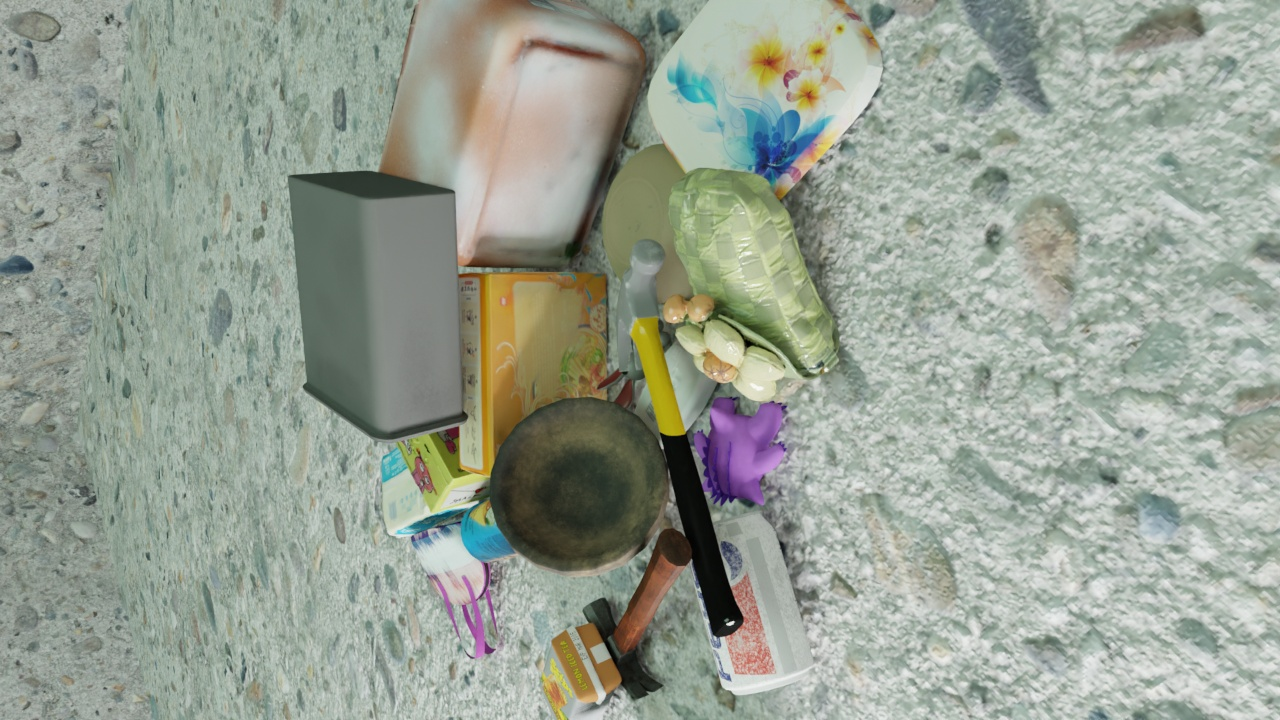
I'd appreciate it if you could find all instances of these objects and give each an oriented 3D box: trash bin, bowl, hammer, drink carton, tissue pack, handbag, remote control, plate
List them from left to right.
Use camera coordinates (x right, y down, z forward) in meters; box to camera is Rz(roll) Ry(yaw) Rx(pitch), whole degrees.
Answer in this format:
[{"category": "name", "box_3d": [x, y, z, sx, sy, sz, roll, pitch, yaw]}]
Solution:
[{"category": "trash bin", "box_3d": [-0.252, -0.058, 0.875, 0.192, 0.097, 0.220, 21, 117, 45]}, {"category": "tissue pack", "box_3d": [-0.278, 0.155, 1.182, 0.210, 0.066, 0.117, -30, 63, 46]}, {"category": "handbag", "box_3d": [-0.219, 0.284, 1.140, 0.145, 0.067, 0.170, -25, 81, 48]}, {"category": "trash bin", "box_3d": [-0.127, -0.228, 0.904, 0.157, 0.181, 0.260, 44, 123, 36]}, {"category": "drink carton", "box_3d": [-0.064, 0.329, 0.940, 0.076, 0.048, 0.125, 58, 151, 29]}, {"category": "bowl", "box_3d": [-0.052, 0.120, 0.842, 0.070, 0.162, 0.162, 71, 174, -67]}, {"category": "hammer", "box_3d": [0.001, 0.223, 0.820, 0.111, 0.028, 0.301, 59, 155, 24]}, {"category": "bowl", "box_3d": [0.012, -0.126, 0.847, 0.153, 0.050, 0.152, 5, 96, 49]}, {"category": "remote control", "box_3d": [0.031, 0.033, 0.853, 0.060, 0.028, 0.115, 52, 128, 32]}, {"category": "hammer", "box_3d": [0.028, 0.065, 0.758, 0.127, 0.029, 0.323, 112, 148, -57]}, {"category": "handbag", "box_3d": [0.070, -0.054, 0.716, 0.113, 0.116, 0.186, 6, 128, 52]}, {"category": "plate", "box_3d": [0.089, -0.227, 0.751, 0.187, 0.016, 0.187, -47, 60, 28]}]

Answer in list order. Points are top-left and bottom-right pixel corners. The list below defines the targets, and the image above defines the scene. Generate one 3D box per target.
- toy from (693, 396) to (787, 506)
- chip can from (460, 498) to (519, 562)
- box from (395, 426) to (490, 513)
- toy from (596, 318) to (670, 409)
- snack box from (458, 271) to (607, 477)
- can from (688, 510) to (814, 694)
[{"category": "toy", "box_3d": [0.079, 0.078, 0.781, 0.106, 0.055, 0.088, 5, 95, 49]}, {"category": "chip can", "box_3d": [-0.107, 0.168, 0.986, 0.230, 0.079, 0.079, -25, 74, 47]}, {"category": "box", "box_3d": [-0.228, 0.055, 1.068, 0.221, 0.124, 0.082, 59, 136, 23]}, {"category": "toy", "box_3d": [-0.005, 0.005, 0.892, 0.112, 0.030, 0.049, -54, 50, 37]}, {"category": "snack box", "box_3d": [-0.111, 0.009, 0.927, 0.081, 0.144, 0.195, 5, 98, 47]}, {"category": "can", "box_3d": [0.089, 0.200, 0.763, 0.078, 0.078, 0.136, -29, 71, 46]}]
